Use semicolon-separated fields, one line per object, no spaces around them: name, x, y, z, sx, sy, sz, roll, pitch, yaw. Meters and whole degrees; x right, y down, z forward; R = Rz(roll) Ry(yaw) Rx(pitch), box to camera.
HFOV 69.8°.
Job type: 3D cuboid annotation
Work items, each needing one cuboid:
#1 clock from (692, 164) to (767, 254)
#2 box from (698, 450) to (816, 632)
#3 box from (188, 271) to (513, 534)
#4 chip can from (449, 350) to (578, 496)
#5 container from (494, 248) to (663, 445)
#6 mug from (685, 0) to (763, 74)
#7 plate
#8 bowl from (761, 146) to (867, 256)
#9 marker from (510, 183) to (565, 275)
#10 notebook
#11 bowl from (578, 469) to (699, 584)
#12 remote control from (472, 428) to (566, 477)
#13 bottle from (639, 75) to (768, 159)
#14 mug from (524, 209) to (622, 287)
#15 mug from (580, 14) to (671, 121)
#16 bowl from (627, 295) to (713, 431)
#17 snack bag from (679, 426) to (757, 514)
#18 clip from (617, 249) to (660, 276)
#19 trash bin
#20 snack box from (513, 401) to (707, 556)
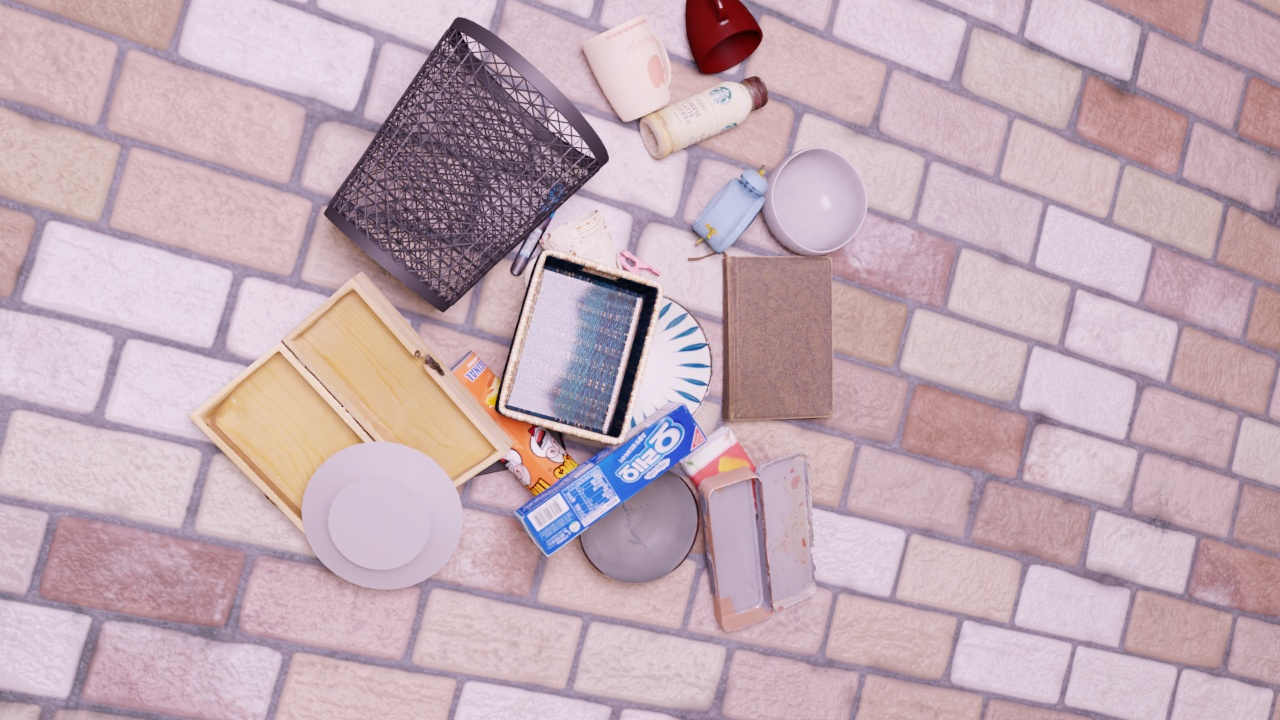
clock;0.116;-0.190;1.130;0.051;0.089;0.124;39;83;-7
box;0.154;0.228;1.149;0.148;0.043;0.216;-13;112;-11
box;-0.314;0.073;1.012;0.261;0.096;0.247;-37;103;12
chip can;-0.147;0.086;1.063;0.062;0.062;0.210;-44;102;-11
container;-0.069;-0.013;1.014;0.145;0.071;0.187;16;84;-12
mug;0.091;-0.417;1.111;0.087;0.114;0.088;-25;80;2
plate;-0.281;0.173;0.991;0.173;0.019;0.173;-1;104;-3
bowl;0.214;-0.199;1.168;0.131;0.064;0.132;0;90;-16
marker;-0.124;-0.157;1.102;0.018;0.015;0.123;28;87;-12
notebook;0.156;-0.030;1.173;0.190;0.034;0.215;0;91;-15
bowl;-0.007;0.194;1.121;0.150;0.057;0.150;0;91;-15
remote control;-0.152;0.111;1.102;0.124;0.010;0.039;-16;96;-15
bottle;0.081;-0.304;1.133;0.162;0.056;0.056;-27;98;-14
mug;-0.080;-0.108;1.092;0.122;0.081;0.097;-26;106;5
mug;-0.004;-0.352;1.102;0.111;0.085;0.104;-40;114;-41
bowl;-0.007;0.006;1.109;0.177;0.071;0.177;-1;92;-16
snack bag;0.110;0.150;1.164;0.077;0.036;0.116;-36;100;-12
clip;-0.002;-0.117;1.133;0.057;0.022;0.035;38;85;-12
trash bin;-0.195;-0.196;0.988;0.217;0.217;0.243;41;87;-13
snack box;-0.033;0.130;1.034;0.226;0.059;0.059;-35;98;-15
